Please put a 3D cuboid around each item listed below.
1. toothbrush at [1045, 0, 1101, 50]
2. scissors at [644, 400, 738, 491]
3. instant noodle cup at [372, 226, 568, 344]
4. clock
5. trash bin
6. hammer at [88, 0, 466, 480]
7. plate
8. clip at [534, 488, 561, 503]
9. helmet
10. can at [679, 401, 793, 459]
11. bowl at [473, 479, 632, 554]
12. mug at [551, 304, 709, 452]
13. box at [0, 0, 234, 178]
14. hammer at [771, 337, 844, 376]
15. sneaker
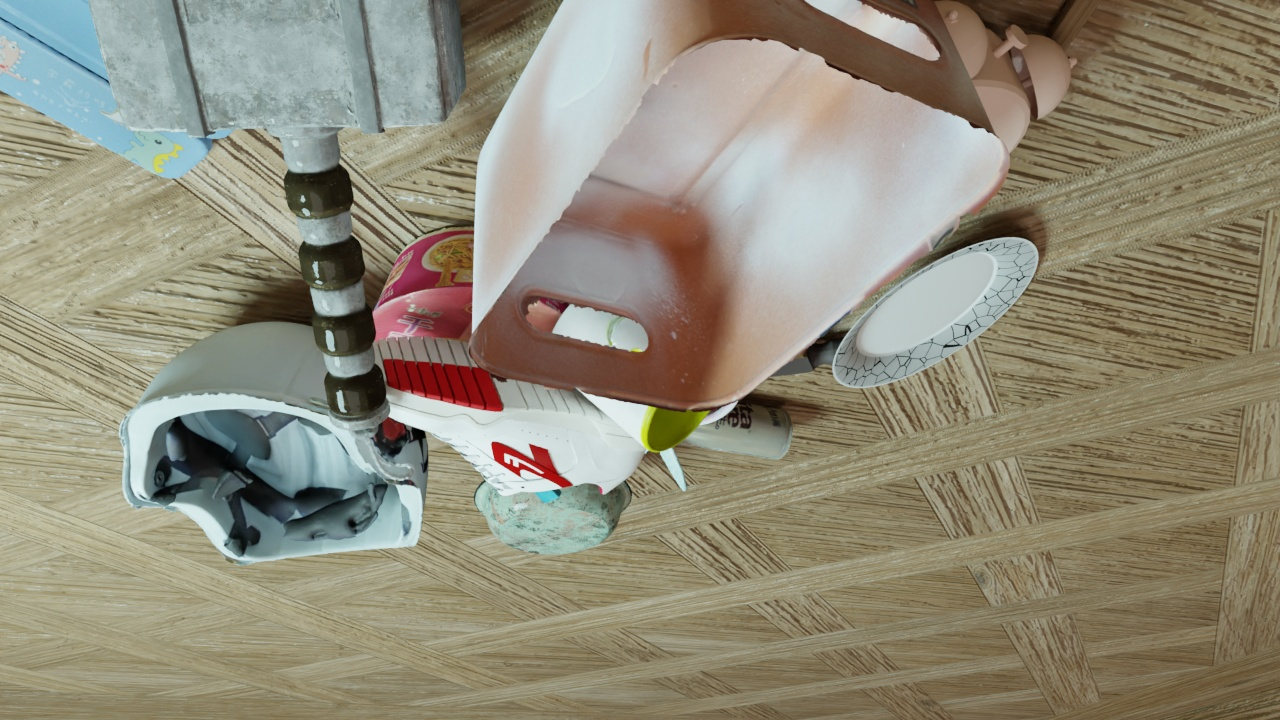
[{"bbox_3d":[0.253,-0.184,0.585,0.016,0.016,0.167,3,146,-11],"label":"toothbrush"},{"bbox_3d":[0.027,0.052,0.872,0.173,0.013,0.170,-20,111,15],"label":"scissors"},{"bbox_3d":[-0.132,-0.036,0.739,0.178,0.077,0.179,-2,149,-1],"label":"instant noodle cup"},{"bbox_3d":[0.175,-0.140,0.572,0.131,0.086,0.161,3,147,-33],"label":"clock"},{"bbox_3d":[0.028,-0.104,0.493,0.181,0.157,0.261,12,143,-28],"label":"trash bin"},{"bbox_3d":[-0.188,-0.069,0.551,0.177,0.079,0.327,-1,118,-1],"label":"hammer"},{"bbox_3d":[0.241,-0.041,0.765,0.188,0.016,0.189,-20,150,-12],"label":"plate"},{"bbox_3d":[-0.111,0.056,0.781,0.120,0.103,0.027,31,133,-33],"label":"clip"},{"bbox_3d":[-0.302,0.057,0.797,0.237,0.163,0.264,-11,140,14],"label":"helmet"},{"bbox_3d":[0.083,0.065,0.930,0.135,0.054,0.054,11,145,-20],"label":"can"},{"bbox_3d":[-0.086,0.153,0.912,0.157,0.038,0.158,-3,145,-2],"label":"bowl"},{"bbox_3d":[-0.004,0.004,0.673,0.082,0.106,0.083,-36,148,-27],"label":"mug"},{"bbox_3d":[-0.345,-0.186,0.543,0.126,0.020,0.209,-26,140,31],"label":"box"},{"bbox_3d":[0.120,-0.036,0.710,0.115,0.033,0.323,-6,165,4],"label":"hammer"},{"bbox_3d":[-0.106,0.057,0.703,0.236,0.090,0.104,11,116,-29],"label":"sneaker"}]
